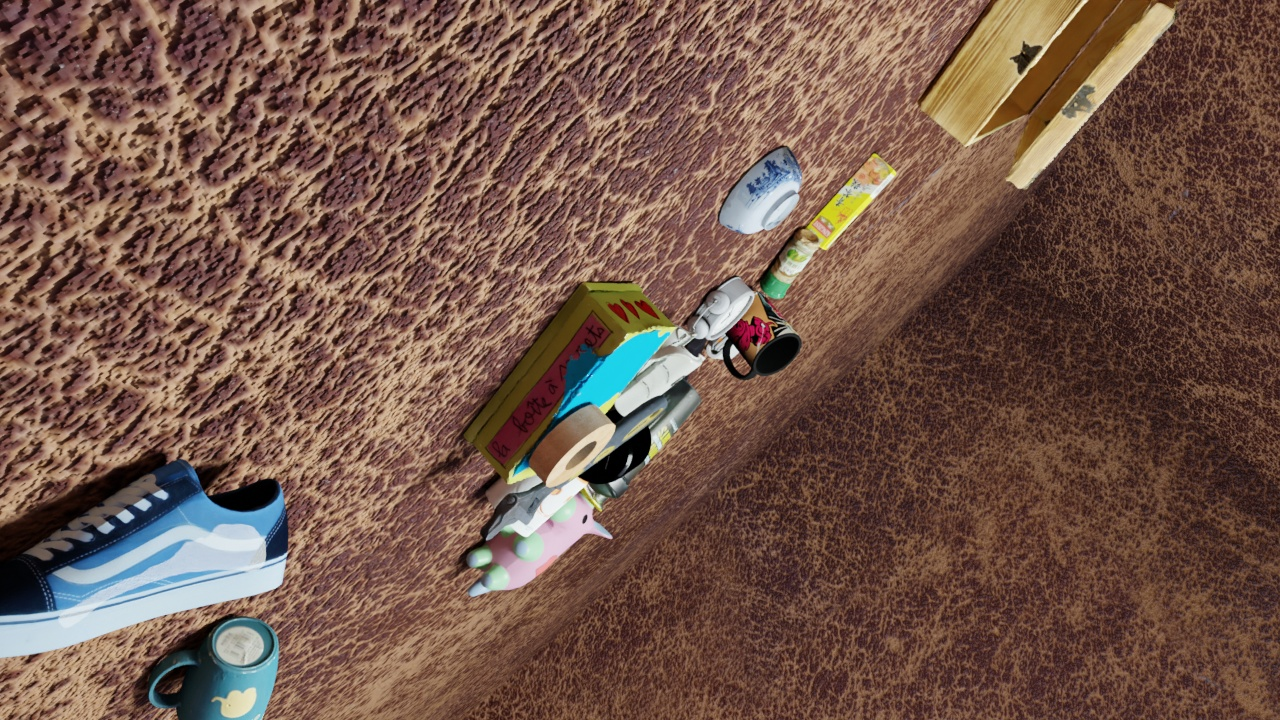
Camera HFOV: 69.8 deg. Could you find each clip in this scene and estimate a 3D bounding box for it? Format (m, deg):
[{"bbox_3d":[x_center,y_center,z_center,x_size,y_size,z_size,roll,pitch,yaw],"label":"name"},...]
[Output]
[{"bbox_3d":[0.009,0.019,1.123,0.127,0.101,0.151,-40,172,22],"label":"clip"}]

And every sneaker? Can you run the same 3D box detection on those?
[{"bbox_3d":[-0.333,0.111,0.574,0.240,0.083,0.098,-2,99,-57],"label":"sneaker"}]

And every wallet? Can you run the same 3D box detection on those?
[{"bbox_3d":[0.156,-0.047,1.445,0.118,0.037,0.115,-44,166,13],"label":"wallet"}]

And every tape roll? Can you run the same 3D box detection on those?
[{"bbox_3d":[-0.070,0.088,0.943,0.094,0.027,0.094,-40,164,-14],"label":"tape roll"}]

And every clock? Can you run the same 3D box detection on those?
[{"bbox_3d":[0.109,-0.069,1.262,0.122,0.035,0.095,-23,154,-56],"label":"clock"}]

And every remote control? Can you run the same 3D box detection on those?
[{"bbox_3d":[0.074,0.003,1.406,0.032,0.015,0.137,-37,164,-24],"label":"remote control"}]

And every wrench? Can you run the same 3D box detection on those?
[{"bbox_3d":[-0.069,0.114,1.023,0.272,0.022,0.073,-35,155,-29],"label":"wrench"}]

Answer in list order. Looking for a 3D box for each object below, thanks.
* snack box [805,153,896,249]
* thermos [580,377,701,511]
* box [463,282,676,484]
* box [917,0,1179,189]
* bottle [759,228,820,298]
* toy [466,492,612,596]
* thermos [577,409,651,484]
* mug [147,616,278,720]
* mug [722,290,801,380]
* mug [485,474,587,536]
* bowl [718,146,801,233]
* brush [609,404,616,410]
[{"bbox_3d":[0.300,-0.227,1.318,0.148,0.040,0.028,-48,164,16],"label":"snack box"},{"bbox_3d":[-0.011,0.111,1.346,0.220,0.098,0.098,-44,166,-14],"label":"thermos"},{"bbox_3d":[-0.072,0.020,0.960,0.221,0.079,0.124,-53,162,23],"label":"box"},{"bbox_3d":[0.563,-0.415,1.221,0.250,0.192,0.280,-32,160,-43],"label":"box"},{"bbox_3d":[0.218,-0.140,1.337,0.043,0.043,0.111,-27,158,-47],"label":"bottle"},{"bbox_3d":[-0.157,0.270,1.368,0.222,0.120,0.171,-48,155,14],"label":"toy"},{"bbox_3d":[-0.041,0.109,1.165,0.086,0.086,0.198,-45,174,6],"label":"thermos"},{"bbox_3d":[-0.402,0.299,0.869,0.112,0.084,0.104,8,127,-35],"label":"mug"},{"bbox_3d":[0.165,-0.026,1.350,0.081,0.098,0.118,6,129,-42],"label":"mug"},{"bbox_3d":[-0.132,0.159,1.167,0.105,0.082,0.082,-42,165,-1],"label":"mug"},{"bbox_3d":[0.143,-0.180,1.025,0.114,0.045,0.114,-40,165,-13],"label":"bowl"},{"bbox_3d":[-0.059,0.086,1.294,0.135,0.015,0.050,-37,169,-3],"label":"brush"}]
